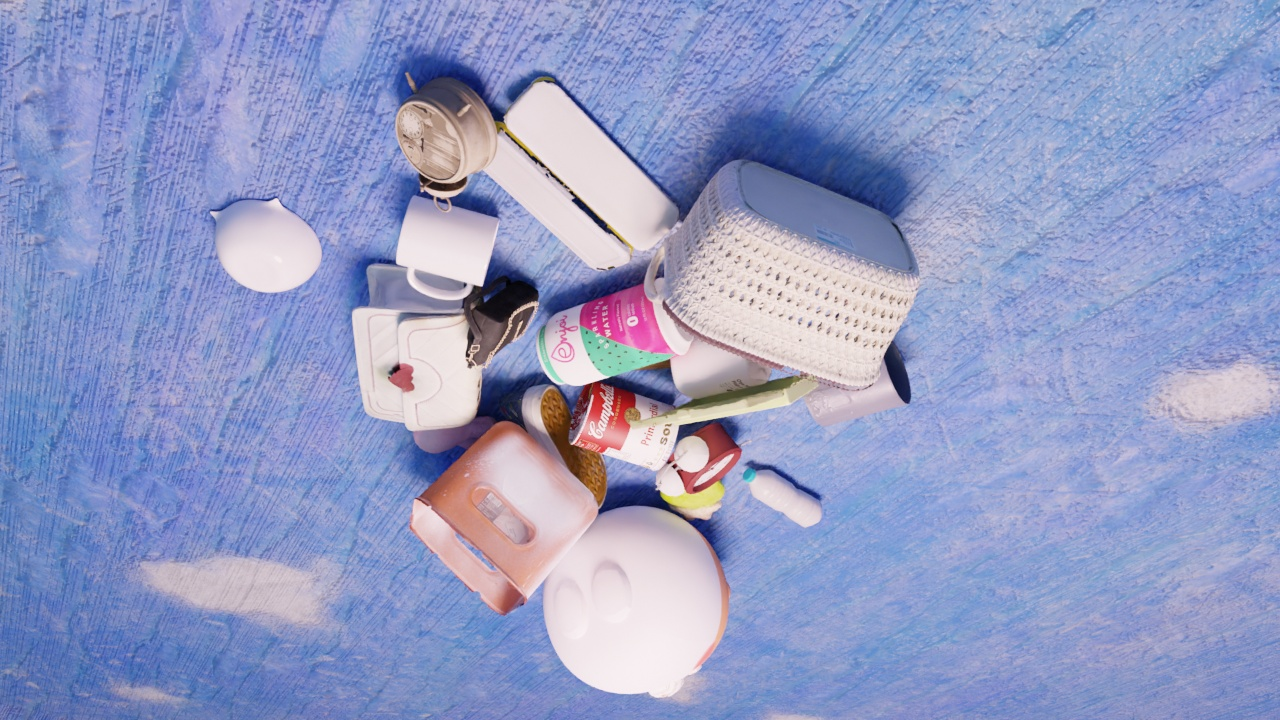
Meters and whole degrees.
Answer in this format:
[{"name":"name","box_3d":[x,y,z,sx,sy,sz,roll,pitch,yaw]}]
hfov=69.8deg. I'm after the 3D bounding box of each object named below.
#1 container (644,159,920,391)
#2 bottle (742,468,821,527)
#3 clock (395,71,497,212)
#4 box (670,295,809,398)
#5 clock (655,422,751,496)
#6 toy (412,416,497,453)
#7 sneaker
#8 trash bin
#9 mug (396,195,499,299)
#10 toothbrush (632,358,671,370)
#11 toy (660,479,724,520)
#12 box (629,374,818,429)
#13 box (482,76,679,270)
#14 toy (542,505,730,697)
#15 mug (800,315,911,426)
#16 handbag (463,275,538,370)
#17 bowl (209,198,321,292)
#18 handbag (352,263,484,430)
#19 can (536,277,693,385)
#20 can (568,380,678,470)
[{"name":"container","box_3d":[0.145,-0.084,0.890,0.251,0.184,0.144,18,128,-12]},{"name":"bottle","box_3d":[0.196,0.188,1.279,0.136,0.044,0.044,33,132,-27]},{"name":"clock","box_3d":[-0.188,-0.197,0.866,0.093,0.054,0.141,29,136,15]},{"name":"box","box_3d":[0.114,-0.014,1.033,0.166,0.094,0.084,-12,157,33]},{"name":"clock","box_3d":[0.075,0.130,1.181,0.137,0.048,0.096,-15,148,-45]},{"name":"toy","box_3d":[-0.248,0.091,1.224,0.105,0.053,0.109,16,138,-27]},{"name":"sneaker","box_3d":[-0.116,0.122,1.220,0.079,0.087,0.236,-2,137,25]},{"name":"trash bin","box_3d":[-0.177,0.204,1.184,0.181,0.157,0.260,42,156,3]},{"name":"mug","box_3d":[-0.206,-0.111,0.969,0.090,0.073,0.111,14,128,-9]},{"name":"toothbrush","box_3d":[-0.007,0.007,1.124,0.167,0.016,0.016,-5,138,12]},{"name":"toy","box_3d":[0.076,0.192,1.301,0.092,0.043,0.118,-6,140,10]},{"name":"box","box_3d":[0.094,0.051,1.056,0.188,0.138,0.030,-15,93,46]},{"name":"box","box_3d":[-0.066,-0.176,0.916,0.128,0.045,0.209,-29,127,29]},{"name":"toy","box_3d":[0.004,0.348,1.324,0.263,0.265,0.280,-29,151,26]},{"name":"mug","box_3d":[0.239,0.008,1.059,0.104,0.083,0.124,-21,108,29]},{"name":"handbag","box_3d":[-0.158,-0.041,1.015,0.054,0.128,0.079,30,120,6]},{"name":"bowl","box_3d":[-0.416,-0.116,1.011,0.115,0.050,0.115,3,138,3]},{"name":"handbag","box_3d":[-0.256,-0.009,1.078,0.142,0.096,0.199,7,136,-3]},{"name":"can","box_3d":[-0.028,-0.029,1.032,0.166,0.088,0.088,-17,133,24]},{"name":"can","box_3d":[-0.021,0.081,1.156,0.116,0.086,0.087,19,137,-13]}]
